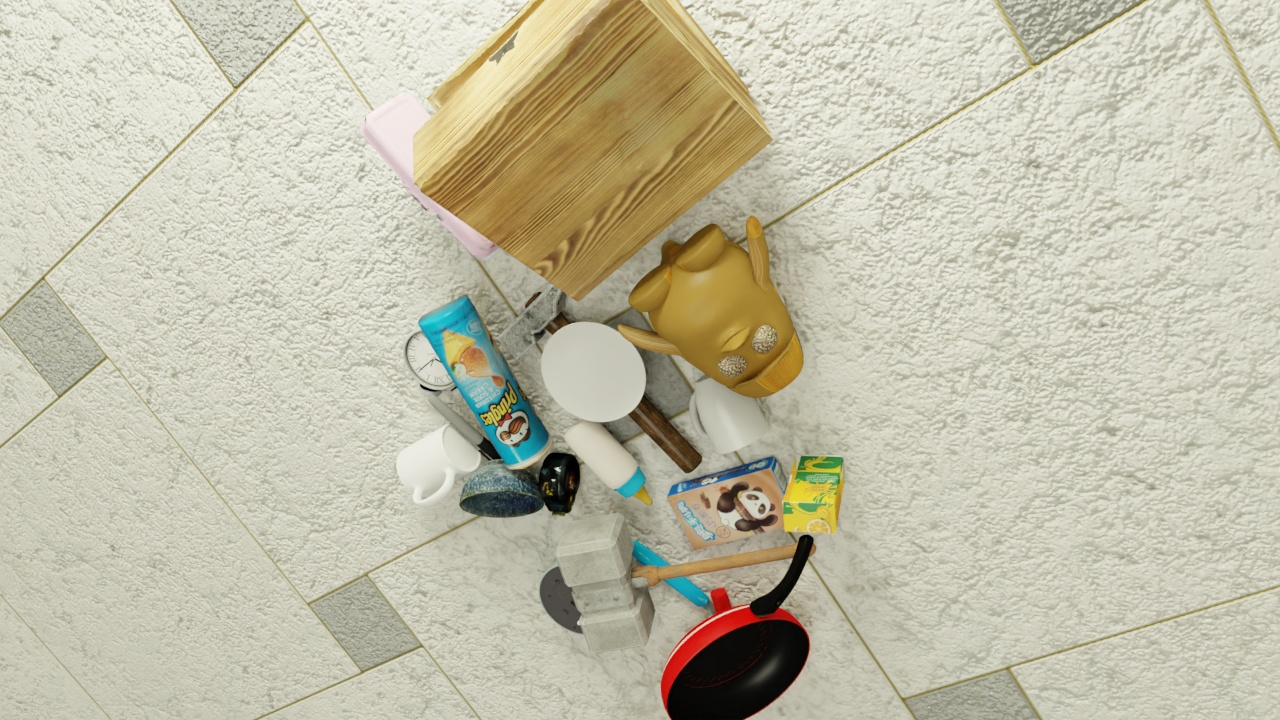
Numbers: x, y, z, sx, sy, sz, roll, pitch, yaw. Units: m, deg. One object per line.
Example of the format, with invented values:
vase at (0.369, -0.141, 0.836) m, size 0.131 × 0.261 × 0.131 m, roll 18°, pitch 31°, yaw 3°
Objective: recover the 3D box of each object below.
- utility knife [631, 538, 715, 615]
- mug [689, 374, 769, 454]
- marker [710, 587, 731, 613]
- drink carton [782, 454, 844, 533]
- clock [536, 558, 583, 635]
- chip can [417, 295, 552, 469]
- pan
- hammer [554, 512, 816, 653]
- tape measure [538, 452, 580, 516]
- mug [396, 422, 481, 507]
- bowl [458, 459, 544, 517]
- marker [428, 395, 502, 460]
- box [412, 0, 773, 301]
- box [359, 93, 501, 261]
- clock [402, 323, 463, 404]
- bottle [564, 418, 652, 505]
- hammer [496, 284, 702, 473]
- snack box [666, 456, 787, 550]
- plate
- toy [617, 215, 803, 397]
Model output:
utility knife at (0.041, 0.298, 1.265) m, size 0.173 × 0.015 × 0.031 m, roll 40°, pitch 121°, yaw -4°
mug at (0.094, 0.061, 1.121) m, size 0.107 × 0.071 × 0.089 m, roll -20°, pitch 99°, yaw 53°
marker at (0.126, 0.381, 1.271) m, size 0.024 × 0.021 × 0.145 m, roll -6°, pitch 111°, yaw 28°
drink carton at (0.206, 0.158, 1.088) m, size 0.058 × 0.122 × 0.041 m, roll 0°, pitch 112°, yaw 18°
clock at (-0.071, 0.336, 1.302) m, size 0.159 × 0.045 × 0.123 m, roll 41°, pitch 119°, yaw -4°
chip can at (-0.195, 0.029, 1.172) m, size 0.080 × 0.079 × 0.229 m, roll -17°, pitch 114°, yaw 24°
pan at (0.141, 0.341, 1.165) m, size 0.208 × 0.067 × 0.357 m, roll 0°, pitch 122°, yaw -27°
hammer at (0.067, 0.266, 1.176) m, size 0.318 × 0.082 × 0.163 m, roll -13°, pitch 108°, yaw 14°
tape measure at (-0.108, 0.159, 1.221) m, size 0.042 × 0.072 × 0.071 m, roll 3°, pitch 142°, yaw 22°
mug at (-0.278, 0.150, 1.251) m, size 0.091 × 0.110 × 0.074 m, roll -29°, pitch 129°, yaw 26°
bowl at (-0.188, 0.170, 1.250) m, size 0.114 × 0.060 × 0.114 m, roll -2°, pitch 153°, yaw -1°
marker at (-0.238, 0.096, 1.249) m, size 0.022 × 0.016 × 0.138 m, roll -46°, pitch 112°, yaw -1°
box at (-0.048, -0.251, 0.956) m, size 0.280 × 0.215 × 0.257 m, roll -38°, pitch 129°, yaw 21°
box at (-0.232, -0.201, 1.056) m, size 0.202 × 0.087 × 0.096 m, roll 47°, pitch 151°, yaw -6°
clock at (-0.267, 0.003, 1.223) m, size 0.095 × 0.035 × 0.123 m, roll -3°, pitch 111°, yaw 19°
bottle at (-0.035, 0.136, 1.197) m, size 0.146 × 0.051 × 0.051 m, roll 47°, pitch 118°, yaw -6°
hammer at (-0.007, 0.007, 1.141) m, size 0.300 × 0.037 × 0.218 m, roll 46°, pitch 118°, yaw -6°
snack box at (0.119, 0.184, 1.179) m, size 0.152 × 0.034 × 0.087 m, roll -20°, pitch 106°, yaw 25°
plate at (-0.057, 0.013, 1.131) m, size 0.135 × 0.011 × 0.135 m, roll 7°, pitch 116°, yaw 14°
toy at (0.098, -0.039, 1.025) m, size 0.199 × 0.162 × 0.203 m, roll -39°, pitch 108°, yaw 17°
